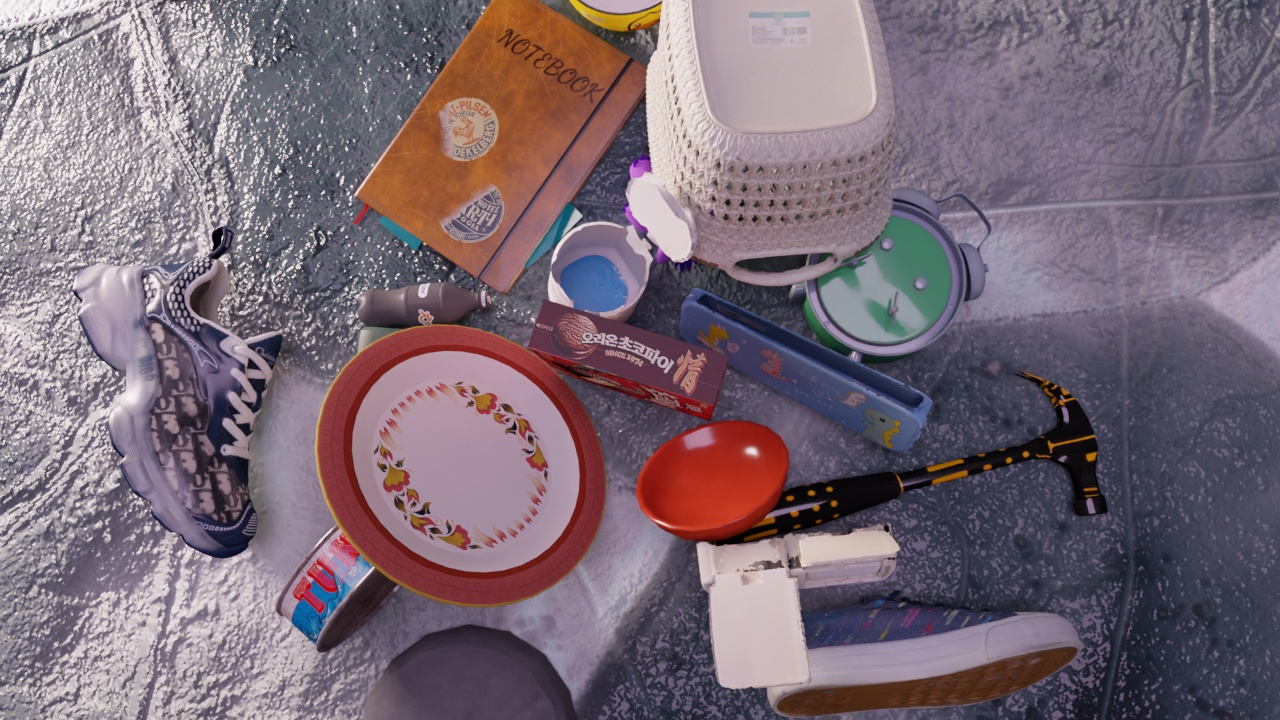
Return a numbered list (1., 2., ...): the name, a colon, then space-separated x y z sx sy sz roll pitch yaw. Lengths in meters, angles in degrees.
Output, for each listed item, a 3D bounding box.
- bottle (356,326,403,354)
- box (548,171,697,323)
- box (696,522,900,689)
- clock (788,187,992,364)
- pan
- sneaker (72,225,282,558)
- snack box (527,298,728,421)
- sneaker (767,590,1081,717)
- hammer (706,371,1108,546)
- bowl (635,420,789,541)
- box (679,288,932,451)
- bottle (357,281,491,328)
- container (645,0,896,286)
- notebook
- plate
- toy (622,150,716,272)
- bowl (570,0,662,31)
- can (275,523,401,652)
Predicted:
1. bottle: -0.203 0.042 0.751 0.061 0.061 0.131 5 83 3
2. box: -0.020 -0.078 0.706 0.112 0.162 0.084 -30 89 -7
3. box: 0.113 0.166 0.654 0.145 0.185 0.095 -9 89 10
4. clock: 0.206 -0.073 0.730 0.161 0.075 0.122 -37 81 -1
5. pan: -0.228 0.308 0.729 0.357 0.041 0.178 -3 83 4
6. sneaker: -0.351 0.023 0.753 0.132 0.103 0.269 -23 78 -6
7. snack box: -0.004 0.004 0.696 0.133 0.152 0.035 17 84 6
8. sneaker: 0.209 0.216 0.704 0.235 0.088 0.079 -8 49 0
9. hammer: 0.204 0.095 0.732 0.320 0.036 0.123 -13 80 0
10. bowl: 0.060 0.099 0.714 0.122 0.122 0.035 -22 121 1
11. box: 0.122 0.009 0.718 0.210 0.066 0.049 26 80 14
12. bottle: -0.181 -0.047 0.774 0.110 0.036 0.036 -5 82 3
13. container: 0.097 -0.197 0.687 0.184 0.143 0.245 -5 64 -1
14. notebook: -0.116 -0.184 0.798 0.178 0.014 0.249 34 86 7
15. plate: -0.132 0.076 0.701 0.229 0.021 0.229 17 53 -25
16. toy: 0.030 -0.120 0.759 0.105 0.056 0.088 -13 74 -33
17. bowl: -0.011 -0.333 0.783 0.117 0.067 0.117 0 83 4
18. can: -0.212 0.158 0.702 0.044 0.130 0.130 39 87 8
